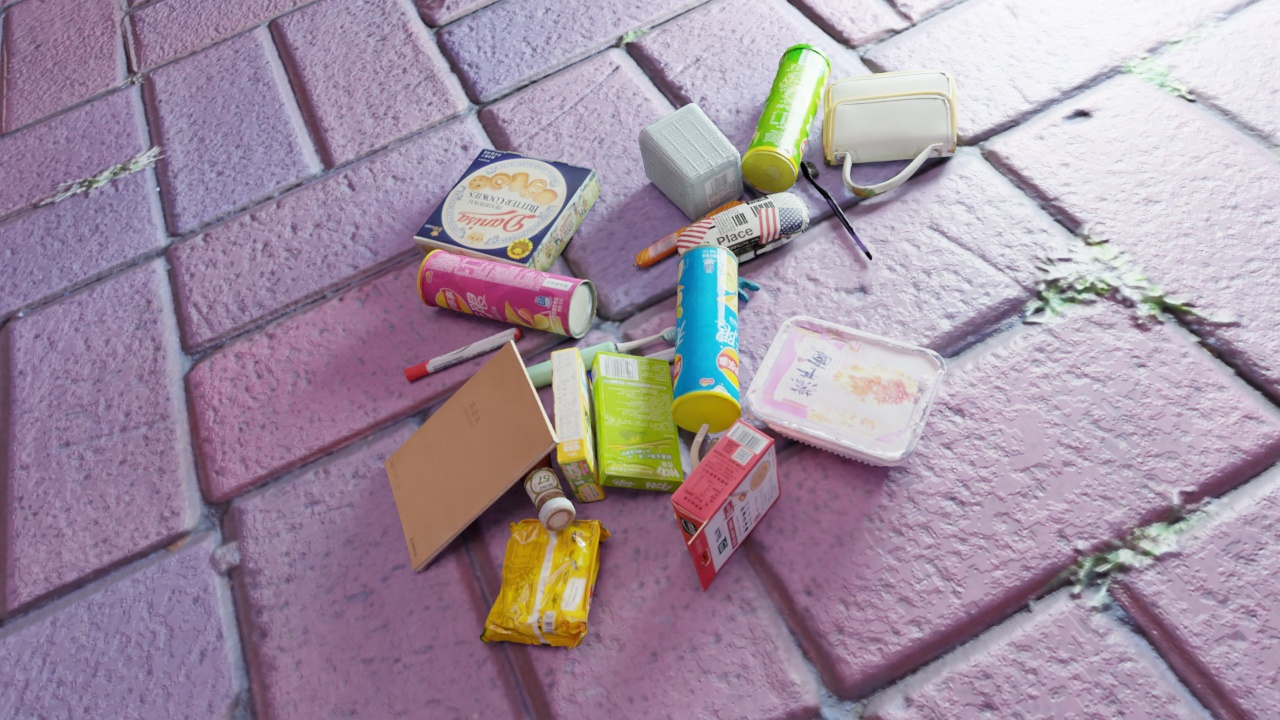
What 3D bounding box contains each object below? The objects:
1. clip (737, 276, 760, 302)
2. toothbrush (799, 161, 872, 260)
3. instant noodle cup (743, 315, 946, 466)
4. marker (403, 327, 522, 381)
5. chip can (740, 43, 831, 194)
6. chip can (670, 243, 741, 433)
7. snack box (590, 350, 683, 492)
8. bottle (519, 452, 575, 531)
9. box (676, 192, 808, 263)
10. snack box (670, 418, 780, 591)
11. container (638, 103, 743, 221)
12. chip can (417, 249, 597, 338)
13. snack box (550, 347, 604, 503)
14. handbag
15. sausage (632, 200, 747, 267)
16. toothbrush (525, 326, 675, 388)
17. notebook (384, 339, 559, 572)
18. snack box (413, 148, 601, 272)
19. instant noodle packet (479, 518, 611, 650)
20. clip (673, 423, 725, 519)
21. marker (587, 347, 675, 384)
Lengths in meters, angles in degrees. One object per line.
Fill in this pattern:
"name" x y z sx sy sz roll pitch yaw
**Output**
"clip" 0.112 -0.088 1.073 0.057 0.015 0.049 34 70 32
"toothbrush" 0.238 -0.185 1.113 0.016 0.014 0.188 -14 52 -12
"instant noodle cup" 0.206 0.039 0.927 0.174 0.060 0.137 17 60 26
"marker" -0.210 -0.008 1.091 0.145 0.017 0.017 -21 52 -2
"chip can" 0.191 -0.317 1.184 0.073 0.073 0.220 10 58 20
"chip can" 0.071 -0.028 0.985 0.071 0.071 0.209 -4 52 11
"snack box" -0.005 0.062 0.960 0.085 0.026 0.156 7 51 -17
"bottle" -0.118 0.094 0.948 0.059 0.060 0.206 -28 43 -7
"box" 0.123 -0.149 1.102 0.164 0.060 0.071 -21 72 0
"snack box" 0.075 0.135 0.855 0.044 0.113 0.127 31 67 29
"container" 0.068 -0.245 1.154 0.090 0.090 0.111 -30 57 -9
"chip can" -0.160 -0.080 1.098 0.211 0.071 0.071 13 59 21
"snack box" -0.065 0.067 0.956 0.034 0.087 0.140 -13 53 3
"handbag" 0.309 -0.280 1.139 0.163 0.063 0.178 -1 58 15
"sausage" 0.062 -0.157 1.129 0.165 0.021 0.021 -30 53 -9
"toothbrush" -0.060 0.000 1.043 0.224 0.026 0.027 -18 31 0
"notebook" -0.182 0.097 0.953 0.212 0.012 0.149 -43 50 16
"snack box" -0.171 -0.191 1.198 0.178 0.046 0.182 16 59 24
"instant noodle packet" -0.089 0.214 0.881 0.111 0.044 0.128 -4 50 19
"clip" 0.070 0.115 0.929 0.035 0.094 0.102 18 99 23
"marker" -0.006 0.006 1.030 0.146 0.017 0.016 -16 52 2
